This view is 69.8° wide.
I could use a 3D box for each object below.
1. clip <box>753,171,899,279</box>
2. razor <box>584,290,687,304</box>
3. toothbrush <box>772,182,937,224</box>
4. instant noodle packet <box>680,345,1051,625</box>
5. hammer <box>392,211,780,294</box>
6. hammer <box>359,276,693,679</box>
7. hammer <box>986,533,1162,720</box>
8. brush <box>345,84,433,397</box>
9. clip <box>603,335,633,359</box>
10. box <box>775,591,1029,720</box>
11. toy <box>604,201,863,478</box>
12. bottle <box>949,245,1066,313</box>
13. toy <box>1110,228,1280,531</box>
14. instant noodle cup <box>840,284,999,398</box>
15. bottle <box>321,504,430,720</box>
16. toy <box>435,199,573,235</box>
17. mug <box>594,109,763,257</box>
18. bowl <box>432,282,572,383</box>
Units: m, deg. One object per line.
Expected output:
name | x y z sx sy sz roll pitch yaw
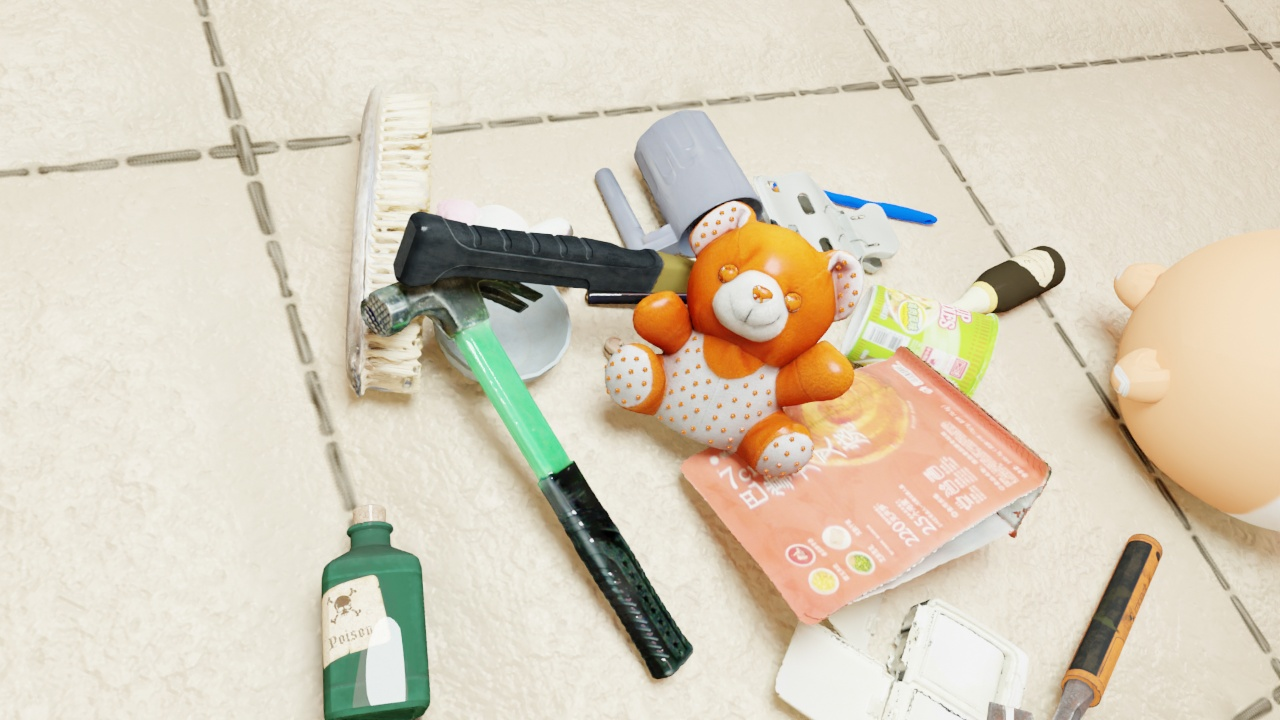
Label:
clip | 0.165 -0.106 0.855 0.152 0.096 0.126 0 63 -45
razor | 0.024 -0.053 0.785 0.144 0.022 0.042 2 60 -19
toothbrush | 0.216 -0.155 0.916 0.182 0.016 0.018 9 64 -14
instant noodle packet | 0.162 0.092 0.688 0.220 0.084 0.164 -18 47 -26
hammer | -0.014 -0.067 0.667 0.332 0.118 0.025 3 38 -39
hammer | -0.058 0.074 0.630 0.129 0.032 0.318 -32 91 -51
hammer | 0.342 0.228 0.704 0.313 0.035 0.138 -38 116 -39
brush | -0.189 -0.098 0.697 0.056 0.083 0.270 4 60 -17
clip | -0.005 0.007 0.746 0.061 0.041 0.024 34 53 24
box | 0.192 0.231 0.666 0.184 0.050 0.143 32 56 -2
toy | 0.073 -0.015 0.655 0.164 0.173 0.092 25 16 7
bottle | 0.340 -0.065 0.890 0.184 0.045 0.045 -23 71 -29
toy | 0.557 0.008 0.800 0.281 0.266 0.262 17 53 9
instant noodle cup | 0.240 -0.016 0.803 0.108 0.099 0.098 23 56 3
bottle | -0.167 0.155 0.573 0.061 0.061 0.131 -2 62 -18
toy | -0.108 -0.102 0.751 0.122 0.038 0.079 18 34 -23
mug | 0.031 -0.150 0.818 0.124 0.084 0.104 -25 69 -1
bowl | -0.109 -0.023 0.709 0.106 0.039 0.106 9 59 -15
